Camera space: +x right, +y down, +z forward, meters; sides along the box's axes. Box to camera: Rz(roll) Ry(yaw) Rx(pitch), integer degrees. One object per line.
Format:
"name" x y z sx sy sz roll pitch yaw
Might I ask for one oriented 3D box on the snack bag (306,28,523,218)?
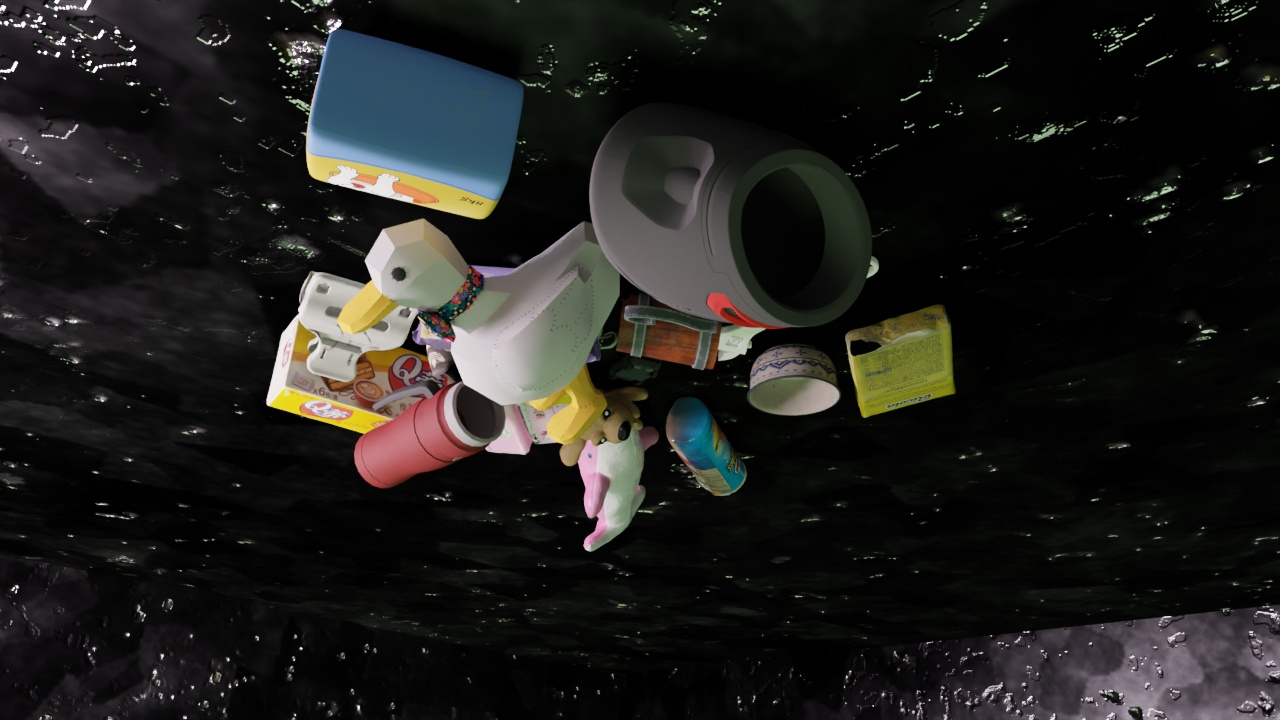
"snack bag" -0.198 -0.177 0.785 0.159 0.102 0.206 12 168 -17

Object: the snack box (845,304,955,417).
"snack box" 0.314 0.001 1.110 0.121 0.045 0.181 -17 148 10

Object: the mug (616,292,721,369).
"mug" 0.033 -0.039 1.027 0.111 0.081 0.117 8 171 -2

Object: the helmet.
"helmet" 0.060 -0.120 0.784 0.264 0.164 0.170 21 177 -41

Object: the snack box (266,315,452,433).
"snack box" -0.346 0.032 1.178 0.230 0.109 0.062 22 142 -32

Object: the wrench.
"wrench" 0.161 -0.057 1.058 0.066 0.018 0.274 22 146 -32

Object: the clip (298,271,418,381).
"clip" -0.341 -0.048 1.079 0.125 0.091 0.152 19 136 -26

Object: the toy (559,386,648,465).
"toy" -0.046 0.071 1.222 0.106 0.134 0.108 23 -153 28

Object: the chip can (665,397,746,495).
"chip can" 0.095 0.132 1.373 0.080 0.079 0.229 -7 151 18

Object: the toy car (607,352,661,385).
"toy car" -0.007 0.007 1.175 0.046 0.034 0.112 14 166 -15

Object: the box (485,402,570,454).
"box" -0.172 0.088 1.344 0.154 0.044 0.201 0 154 3

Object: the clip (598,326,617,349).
"clip" -0.065 -0.023 1.140 0.075 0.023 0.035 -18 148 37

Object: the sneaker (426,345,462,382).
"sneaker" -0.169 0.020 1.145 0.089 0.102 0.241 -18 146 35

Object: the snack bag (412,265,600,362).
"snack bag" -0.142 -0.051 1.014 0.205 0.096 0.058 5 159 -3

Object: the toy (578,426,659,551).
"toy" -0.058 0.159 1.377 0.128 0.186 0.266 24 136 26

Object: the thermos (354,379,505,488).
"thermos" -0.259 0.080 1.086 0.199 0.083 0.108 -25 106 36

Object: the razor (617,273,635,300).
"razor" -0.009 -0.119 0.919 0.057 0.060 0.157 23 129 -13

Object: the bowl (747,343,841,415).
"bowl" 0.192 0.020 1.157 0.115 0.059 0.116 2 153 1

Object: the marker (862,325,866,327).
"marker" 0.280 -0.006 1.141 0.022 0.016 0.139 -39 150 -7

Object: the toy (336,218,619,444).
"toy" -0.129 -0.045 0.874 0.246 0.141 0.267 -37 124 -3

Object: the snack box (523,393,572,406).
"snack box" -0.116 -0.010 1.079 0.061 0.105 0.084 -6 152 12
